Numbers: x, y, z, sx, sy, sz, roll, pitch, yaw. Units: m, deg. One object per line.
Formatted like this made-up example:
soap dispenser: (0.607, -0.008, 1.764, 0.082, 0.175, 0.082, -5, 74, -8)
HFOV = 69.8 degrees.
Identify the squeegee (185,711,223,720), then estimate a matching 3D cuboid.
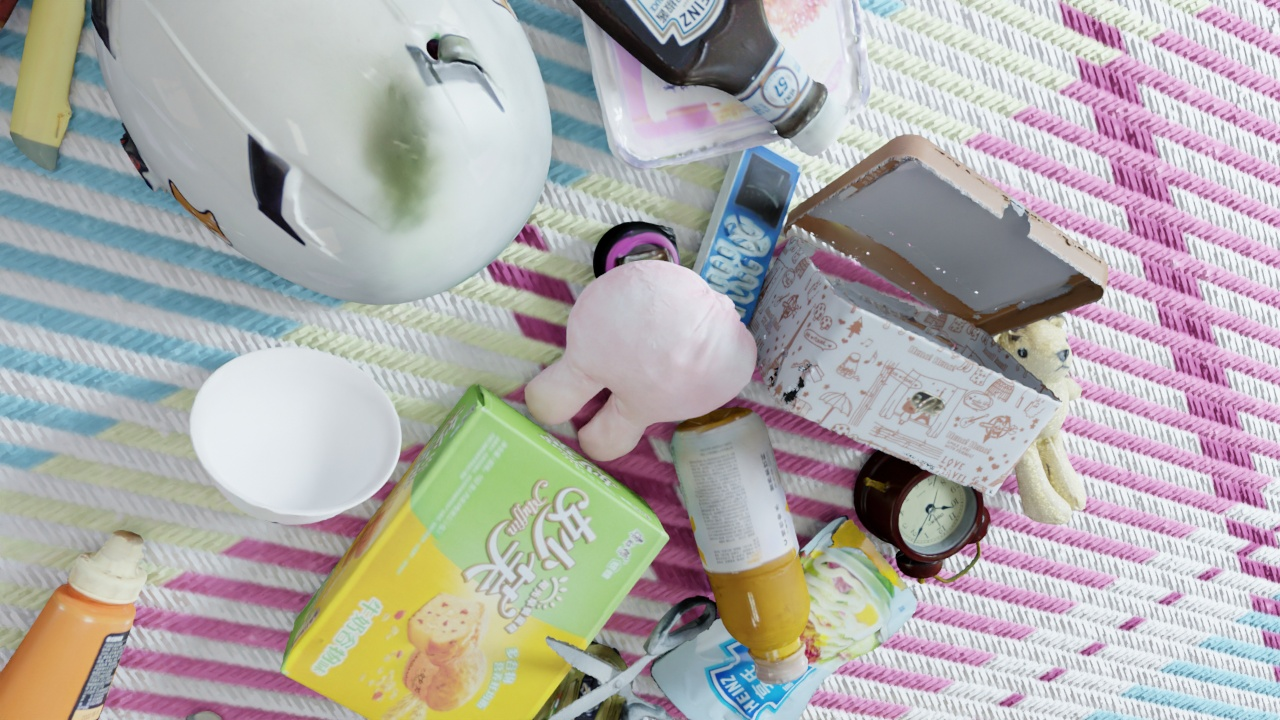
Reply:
squeegee: (-0.172, 0.343, 0.646, 0.246, 0.039, 0.246, -7, 85, -19)

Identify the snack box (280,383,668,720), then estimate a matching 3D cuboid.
snack box: (-0.107, 0.145, 0.604, 0.157, 0.070, 0.210, 37, 91, -17)

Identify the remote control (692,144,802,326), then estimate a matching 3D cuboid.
remote control: (0.067, -0.086, 0.612, 0.049, 0.024, 0.125, 23, 85, -27)

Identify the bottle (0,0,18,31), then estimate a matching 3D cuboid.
bottle: (-0.390, -0.149, 0.483, 0.057, 0.057, 0.175, 30, 93, -17)

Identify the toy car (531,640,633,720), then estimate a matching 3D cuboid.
toy car: (-0.057, 0.275, 0.647, 0.070, 0.042, 0.158, 25, 82, -17)

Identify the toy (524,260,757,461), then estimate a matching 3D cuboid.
toy: (-0.003, 0.003, 0.589, 0.121, 0.054, 0.160, 39, 123, -20)

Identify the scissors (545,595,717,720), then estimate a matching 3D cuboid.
scissors: (-0.011, 0.212, 0.617, 0.159, 0.014, 0.179, -49, 135, -14)

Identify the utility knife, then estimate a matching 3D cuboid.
utility knife: (-0.316, -0.213, 0.508, 0.031, 0.022, 0.216, 16, 104, -17)

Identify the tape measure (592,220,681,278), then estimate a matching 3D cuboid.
tape measure: (-0.001, -0.063, 0.603, 0.058, 0.039, 0.057, -14, 104, -11)

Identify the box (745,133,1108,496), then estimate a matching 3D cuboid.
box: (0.188, -0.042, 0.596, 0.182, 0.151, 0.175, 23, 113, -17)

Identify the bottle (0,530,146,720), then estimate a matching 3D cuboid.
bottle: (-0.346, 0.173, 0.560, 0.066, 0.067, 0.149, 27, 87, -17)

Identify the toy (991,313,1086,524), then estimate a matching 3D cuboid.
toy: (0.299, 0.044, 0.683, 0.105, 0.066, 0.157, -14, 98, -16)

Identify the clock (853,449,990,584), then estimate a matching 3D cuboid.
clock: (0.213, 0.114, 0.682, 0.082, 0.055, 0.122, -36, 109, -5)

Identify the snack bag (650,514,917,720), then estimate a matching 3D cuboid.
snack bag: (0.111, 0.210, 0.688, 0.191, 0.039, 0.110, -41, 110, -1)

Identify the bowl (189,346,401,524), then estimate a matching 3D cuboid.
bowl: (-0.211, 0.057, 0.557, 0.118, 0.118, 0.065, 19, 135, -16)

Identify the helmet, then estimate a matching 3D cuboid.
helmet: (-0.167, -0.151, 0.484, 0.230, 0.157, 0.274, -40, 107, -4)

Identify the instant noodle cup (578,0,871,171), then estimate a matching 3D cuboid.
instant noodle cup: (0.048, -0.201, 0.577, 0.173, 0.060, 0.138, -16, 105, -9)

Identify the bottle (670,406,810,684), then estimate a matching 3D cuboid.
bottle: (0.074, 0.128, 0.633, 0.068, 0.068, 0.189, -17, 96, -10)

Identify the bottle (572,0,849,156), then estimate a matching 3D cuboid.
bottle: (0.040, -0.190, 0.524, 0.195, 0.044, 0.080, 36, 92, -19)
